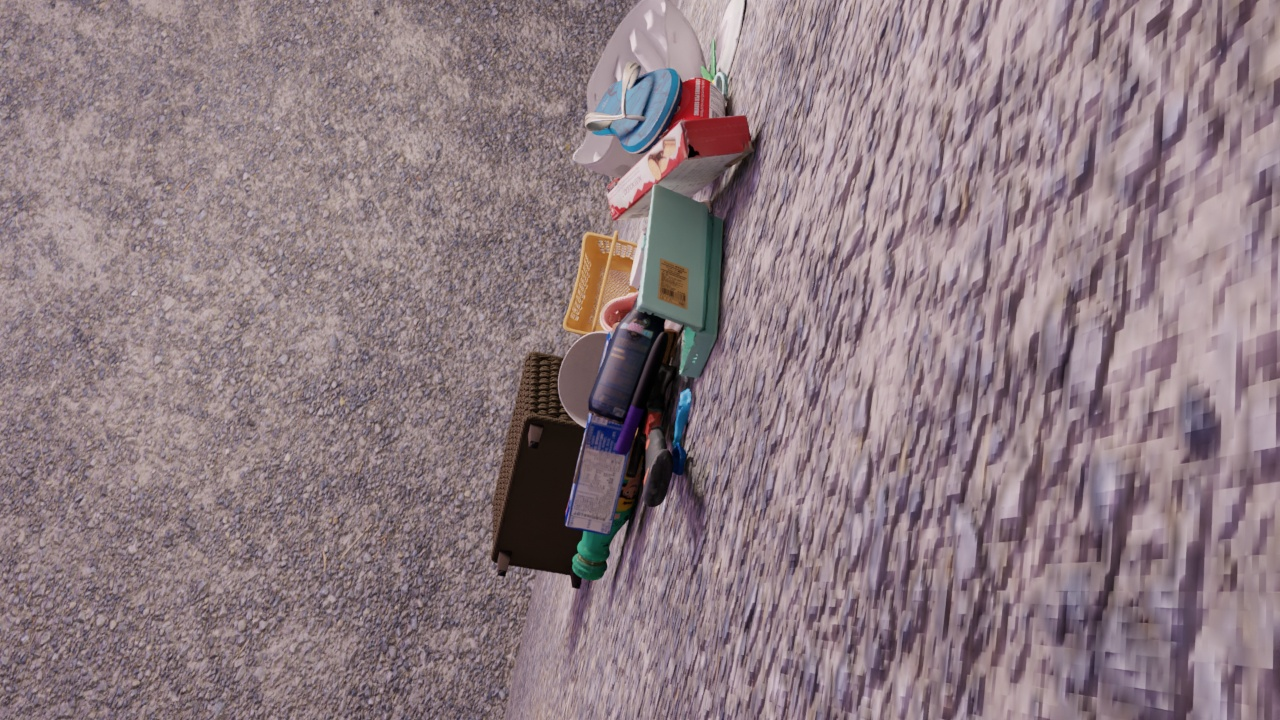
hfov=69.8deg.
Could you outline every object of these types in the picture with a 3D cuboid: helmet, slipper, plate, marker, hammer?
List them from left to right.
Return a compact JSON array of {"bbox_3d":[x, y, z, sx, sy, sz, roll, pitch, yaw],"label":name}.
[{"bbox_3d":[-0.022,-0.337,1.192,0.118,0.060,0.295,-56,24,4],"label":"slipper"},{"bbox_3d":[-0.023,-0.057,1.421,0.198,0.081,0.093,123,159,-66],"label":"slipper"},{"bbox_3d":[0.000,-0.410,1.391,0.225,0.183,0.282,-22,69,48],"label":"helmet"},{"bbox_3d":[0.003,0.034,0.938,0.018,0.015,0.134,5,-73,-65],"label":"marker"},{"bbox_3d":[0.013,0.083,0.920,0.333,0.033,0.133,-92,16,-84],"label":"hammer"},{"bbox_3d":[0.115,-0.431,1.273,0.157,0.014,0.157,-169,92,-83],"label":"plate"}]

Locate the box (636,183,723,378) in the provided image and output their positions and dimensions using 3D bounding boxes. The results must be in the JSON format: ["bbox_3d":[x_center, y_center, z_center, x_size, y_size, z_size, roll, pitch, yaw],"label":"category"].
[{"bbox_3d":[0.037,-0.083,0.933,0.079,0.109,0.186,-47,28,41],"label":"box"}]

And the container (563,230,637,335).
[{"bbox_3d":[-0.057,-0.127,1.640,0.167,0.129,0.183,96,-174,-82],"label":"container"}]

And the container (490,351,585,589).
[{"bbox_3d":[-0.129,0.185,1.447,0.204,0.176,0.322,-94,19,-60],"label":"container"}]

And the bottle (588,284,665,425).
[{"bbox_3d":[-0.006,-0.011,0.972,0.056,0.056,0.160,167,123,-83],"label":"bottle"}]

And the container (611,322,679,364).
[{"bbox_3d":[-0.007,0.006,1.109,0.061,0.063,0.114,32,112,48],"label":"container"}]

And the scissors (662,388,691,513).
[{"bbox_3d":[0.033,0.093,0.901,0.129,0.014,0.127,-93,16,-77],"label":"scissors"}]

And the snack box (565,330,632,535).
[{"bbox_3d":[-0.036,0.082,1.045,0.059,0.059,0.226,-115,38,-80],"label":"snack box"}]

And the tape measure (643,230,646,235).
[{"bbox_3d":[0.028,-0.122,0.994,0.060,0.020,0.062,-51,-54,-58],"label":"tape measure"}]

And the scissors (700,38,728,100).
[{"bbox_3d":[0.098,-0.370,1.220,0.122,0.012,0.128,180,91,-76],"label":"scissors"}]

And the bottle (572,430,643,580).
[{"bbox_3d":[-0.041,0.174,1.143,0.068,0.068,0.210,-95,19,-71],"label":"bottle"}]

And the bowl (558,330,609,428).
[{"bbox_3d":[-0.036,0.029,1.206,0.064,0.132,0.132,1,-75,-63],"label":"bowl"}]

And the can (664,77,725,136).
[{"bbox_3d":[0.067,-0.288,1.126,0.142,0.074,0.075,-84,9,-49],"label":"can"}]

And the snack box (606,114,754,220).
[{"bbox_3d":[0.034,-0.208,1.015,0.273,0.076,0.044,165,95,-73],"label":"snack box"}]

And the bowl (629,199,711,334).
[{"bbox_3d":[0.029,-0.120,1.132,0.177,0.071,0.177,-169,92,-84],"label":"bowl"}]
